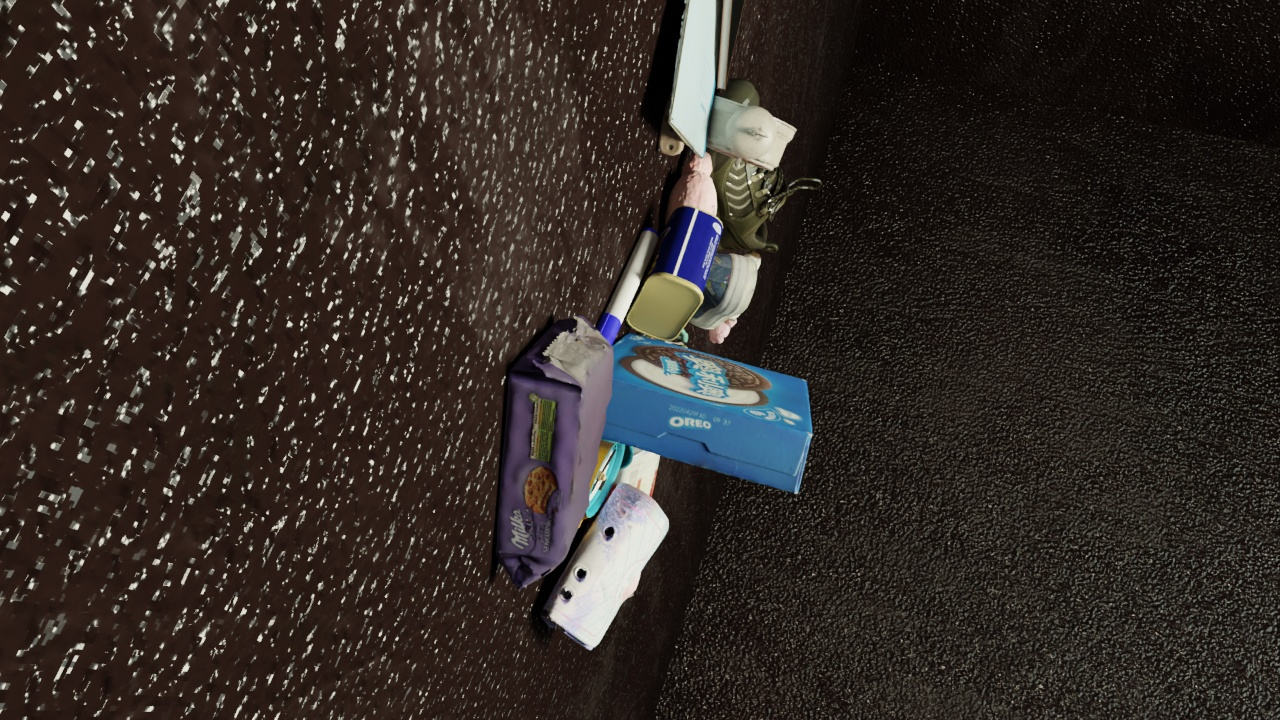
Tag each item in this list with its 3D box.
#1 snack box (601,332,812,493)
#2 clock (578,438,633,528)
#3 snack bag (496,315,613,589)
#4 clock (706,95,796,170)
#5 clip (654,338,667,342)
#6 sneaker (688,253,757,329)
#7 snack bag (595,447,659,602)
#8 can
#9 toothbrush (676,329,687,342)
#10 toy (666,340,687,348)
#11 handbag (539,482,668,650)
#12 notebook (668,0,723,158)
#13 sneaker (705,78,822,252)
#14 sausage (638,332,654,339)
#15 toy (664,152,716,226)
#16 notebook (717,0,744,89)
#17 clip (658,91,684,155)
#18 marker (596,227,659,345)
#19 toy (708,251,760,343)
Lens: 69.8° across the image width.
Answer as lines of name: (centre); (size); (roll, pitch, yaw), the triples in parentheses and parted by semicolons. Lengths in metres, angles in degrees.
snack box: (0.056, 0.039, 0.848); (0.238, 0.195, 0.056); (-47, 151, -77)
clock: (-0.039, 0.100, 0.912); (0.129, 0.044, 0.099); (-63, 166, -19)
snack bag: (-0.064, 0.073, 0.704); (0.096, 0.058, 0.206); (-58, 160, -57)
clock: (0.107, -0.232, 0.956); (0.156, 0.103, 0.061); (-103, -147, -76)
clip: (0.024, -0.042, 1.104); (0.101, 0.045, 0.056); (-63, 171, -48)
sneaker: (0.069, -0.087, 1.093); (0.235, 0.079, 0.087); (-175, -82, -81)
snack bag: (-0.024, 0.199, 1.089); (0.077, 0.041, 0.226); (-24, 133, -52)
can: (0.035, -0.087, 0.920); (0.116, 0.056, 0.092); (124, -13, -62)
toothbrush: (0.048, -0.049, 1.211); (0.135, 0.017, 0.022); (61, 46, -71)
toy: (0.054, 0.017, 1.174); (0.085, 0.074, 0.106); (-50, 130, -48)
handbag: (-0.036, 0.215, 0.951); (0.158, 0.069, 0.127); (-56, 165, -19)
notebook: (0.063, -0.328, 0.846); (0.181, 0.009, 0.253); (-14, 113, -78)
sneaker: (0.143, -0.216, 1.110); (0.238, 0.143, 0.100); (92, 18, -48)
sausage: (-0.006, 0.006, 1.000); (0.020, 0.020, 0.155); (87, 21, -58)
toy: (0.055, -0.173, 0.988); (0.108, 0.053, 0.105); (99, -1, -59)
notebook: (0.102, -0.401, 0.931); (0.142, 0.008, 0.208); (88, 13, -58)
clip: (0.033, -0.227, 0.871); (0.052, 0.026, 0.059); (-67, 159, -44)
marker: (-0.013, -0.070, 0.865); (0.020, 0.020, 0.141); (89, 20, -55)
toy: (0.114, -0.081, 1.174); (0.079, 0.038, 0.122); (6, -102, 60)
